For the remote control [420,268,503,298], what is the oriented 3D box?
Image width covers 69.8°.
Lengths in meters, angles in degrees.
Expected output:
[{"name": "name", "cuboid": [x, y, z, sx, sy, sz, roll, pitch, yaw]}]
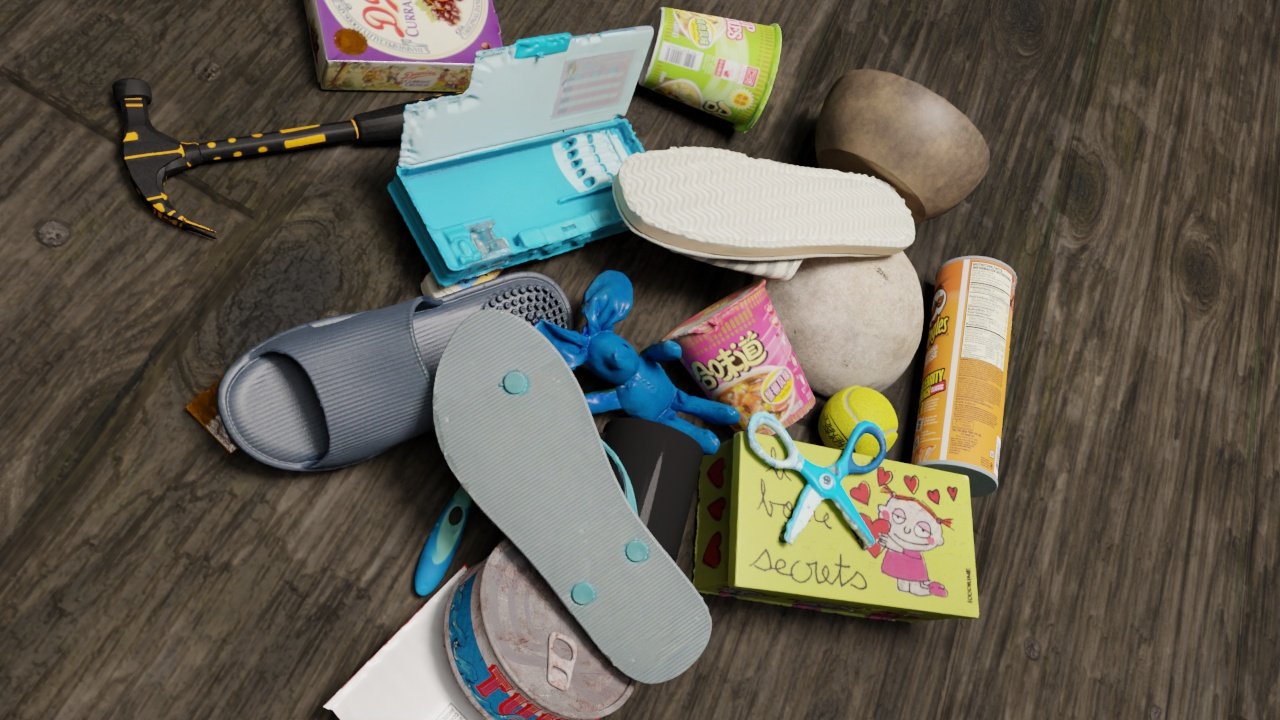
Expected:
[{"name": "remote control", "cuboid": [-0.122, -0.085, 0.720, 0.038, 0.018, 0.125, 41, 59, -7]}]

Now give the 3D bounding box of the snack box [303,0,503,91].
[{"name": "snack box", "cuboid": [-0.195, -0.291, 0.744, 0.147, 0.041, 0.143, -8, 76, -27]}]

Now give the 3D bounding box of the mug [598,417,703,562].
[{"name": "mug", "cuboid": [-0.018, 0.092, 0.674, 0.113, 0.078, 0.087, 21, 64, -8]}]

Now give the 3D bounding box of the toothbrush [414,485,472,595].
[{"name": "toothbrush", "cuboid": [-0.128, 0.104, 0.654, 0.022, 0.017, 0.135, 28, 65, -14]}]

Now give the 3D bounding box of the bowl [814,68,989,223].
[{"name": "bowl", "cuboid": [0.232, -0.189, 0.850, 0.162, 0.162, 0.070, 34, 86, -11]}]

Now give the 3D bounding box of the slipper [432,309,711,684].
[{"name": "slipper", "cuboid": [-0.053, 0.093, 0.607, 0.098, 0.055, 0.269, -31, 91, -9]}]

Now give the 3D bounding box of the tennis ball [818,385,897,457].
[{"name": "tennis ball", "cuboid": [0.187, 0.055, 0.787, 0.065, 0.066, 0.065, 8, 69, -22]}]

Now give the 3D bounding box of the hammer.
[{"name": "hammer", "cuboid": [-0.217, -0.173, 0.700, 0.319, 0.036, 0.123, -16, 81, -26]}]

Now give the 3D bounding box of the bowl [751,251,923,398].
[{"name": "bowl", "cuboid": [0.192, -0.058, 0.823, 0.178, 0.081, 0.178, 8, 70, -24]}]

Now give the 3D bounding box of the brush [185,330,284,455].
[{"name": "brush", "cuboid": [-0.244, 0.006, 0.630, 0.048, 0.017, 0.126, 47, 60, -3]}]

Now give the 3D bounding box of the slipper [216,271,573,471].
[{"name": "slipper", "cuboid": [-0.146, 0.004, 0.630, 0.262, 0.083, 0.101, -22, 103, -32]}]

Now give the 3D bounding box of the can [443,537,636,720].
[{"name": "can", "cuboid": [-0.063, 0.180, 0.606, 0.130, 0.044, 0.129, 32, 34, -25]}]

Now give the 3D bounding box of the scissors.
[{"name": "scissors", "cuboid": [0.141, 0.082, 0.699, 0.139, 0.011, 0.134, -36, 86, -32]}]

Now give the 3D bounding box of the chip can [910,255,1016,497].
[{"name": "chip can", "cuboid": [0.300, 0.013, 0.850, 0.075, 0.075, 0.214, 24, 64, -16]}]

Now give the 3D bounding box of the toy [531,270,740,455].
[{"name": "toy", "cuboid": [-0.004, 0.004, 0.700, 0.176, 0.071, 0.112, 37, 72, -16]}]

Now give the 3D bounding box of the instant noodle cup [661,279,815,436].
[{"name": "instant noodle cup", "cuboid": [0.086, 0.005, 0.748, 0.097, 0.098, 0.108, -35, 97, -30]}]

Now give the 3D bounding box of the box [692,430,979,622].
[{"name": "box", "cuboid": [0.155, 0.138, 0.735, 0.220, 0.083, 0.124, 16, 66, -21]}]

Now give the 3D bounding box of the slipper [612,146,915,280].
[{"name": "slipper", "cuboid": [0.106, -0.121, 0.759, 0.272, 0.054, 0.114, 1, 53, -21]}]

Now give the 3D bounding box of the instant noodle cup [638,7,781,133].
[{"name": "instant noodle cup", "cuboid": [0.059, -0.270, 0.831, 0.108, 0.099, 0.098, 13, 67, -12]}]

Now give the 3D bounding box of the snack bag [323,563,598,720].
[{"name": "snack bag", "cuboid": [-0.108, 0.229, 0.601, 0.144, 0.039, 0.130, 48, 51, -3]}]

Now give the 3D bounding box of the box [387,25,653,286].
[{"name": "box", "cuboid": [-0.083, -0.164, 0.716, 0.226, 0.086, 0.169, -24, 116, -37]}]
